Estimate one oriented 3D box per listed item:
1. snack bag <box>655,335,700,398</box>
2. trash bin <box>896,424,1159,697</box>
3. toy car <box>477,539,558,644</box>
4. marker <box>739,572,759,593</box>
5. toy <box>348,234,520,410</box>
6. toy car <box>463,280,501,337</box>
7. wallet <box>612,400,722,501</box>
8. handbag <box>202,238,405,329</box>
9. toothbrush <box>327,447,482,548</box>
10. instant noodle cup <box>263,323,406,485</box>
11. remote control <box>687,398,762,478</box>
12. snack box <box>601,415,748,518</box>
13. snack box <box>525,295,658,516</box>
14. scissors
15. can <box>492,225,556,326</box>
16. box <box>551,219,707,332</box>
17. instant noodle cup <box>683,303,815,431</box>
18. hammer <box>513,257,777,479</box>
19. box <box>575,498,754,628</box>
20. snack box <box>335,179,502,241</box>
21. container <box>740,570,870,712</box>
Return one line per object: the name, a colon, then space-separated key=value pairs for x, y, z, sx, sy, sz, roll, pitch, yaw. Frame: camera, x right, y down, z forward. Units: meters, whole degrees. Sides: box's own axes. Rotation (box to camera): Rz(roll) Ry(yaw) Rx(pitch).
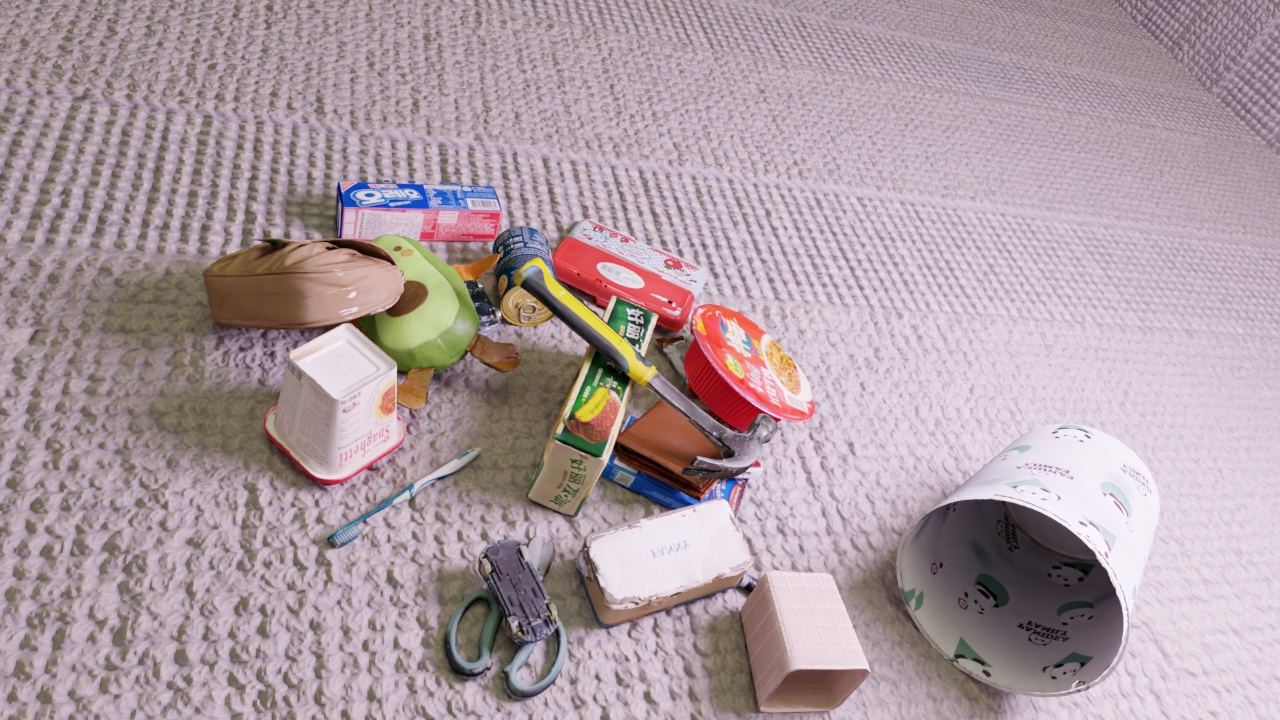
snack bag: x=0.060 y=0.006 z=1.168 sx=0.045 sy=0.026 sz=0.105 roll=-10 pitch=52 yaw=-29
trash bin: x=0.444 y=0.200 z=1.011 sx=0.229 sy=0.230 sz=0.251 roll=43 pitch=42 yaw=19
toy car: x=-0.117 y=0.217 z=0.863 sx=0.048 sy=0.031 sz=0.105 roll=-12 pitch=55 yaw=-32
marker: x=0.087 y=0.218 z=0.984 sx=0.131 sy=0.018 sz=0.022 roll=33 pitch=21 yaw=10
toy: x=-0.254 y=-0.057 z=1.047 sx=0.226 sy=0.090 sz=0.246 roll=-30 pitch=59 yaw=-16
toy car: x=-0.203 y=-0.065 z=1.122 sx=0.042 sy=0.034 sz=0.090 roll=-15 pitch=53 yaw=-30
wallet: x=0.043 y=0.095 z=1.018 sx=0.125 sy=0.032 sz=0.101 roll=25 pitch=41 yaw=25
handbag: x=-0.361 y=-0.085 z=0.976 sx=0.205 sy=0.100 sz=0.147 roll=3 pitch=15 yaw=32
toothbrush: x=-0.232 y=0.136 z=0.932 sx=0.191 sy=0.016 sz=0.018 roll=-31 pitch=75 yaw=-40
instant noodle cup: x=-0.301 y=0.040 z=0.916 sx=0.116 sy=0.124 sz=0.116 roll=39 pitch=46 yaw=15
remote control: x=0.092 y=0.090 z=1.079 sx=0.055 sy=0.020 sz=0.136 roll=7 pitch=31 yaw=-31
snack box: x=0.042 y=0.128 z=1.043 sx=0.157 sy=0.026 sz=0.084 roll=25 pitch=42 yaw=1
snack box: x=-0.051 y=0.045 z=1.021 sx=0.063 sy=0.115 sz=0.239 roll=23 pitch=43 yaw=-4
scissors: x=-0.128 y=0.232 z=0.880 sx=0.139 sy=0.019 sz=0.179 roll=14 pitch=46 yaw=-9
can: x=-0.145 y=-0.108 z=1.158 sx=0.075 sy=0.075 sz=0.111 roll=2 pitch=47 yaw=-20
box: x=-0.014 y=-0.124 z=1.254 sx=0.201 sy=0.038 sz=0.157 roll=24 pitch=43 yaw=2
instant noodle cup: x=0.123 y=0.020 z=1.124 sx=0.193 sy=0.066 sz=0.193 roll=30 pitch=29 yaw=-19
hammer: x=-0.006 y=0.006 z=0.973 sx=0.323 sy=0.032 sz=0.125 roll=40 pitch=43 yaw=6
box: x=0.030 y=0.201 z=0.932 sx=0.184 sy=0.060 sz=0.089 roll=-8 pitch=58 yaw=-24
snack box: x=-0.288 y=-0.193 z=1.192 sx=0.207 sy=0.058 sz=0.057 roll=-3 pitch=50 yaw=-25
container: x=0.157 y=0.275 z=0.908 sx=0.089 sy=0.090 sz=0.110 roll=6 pitch=44 yaw=-17
